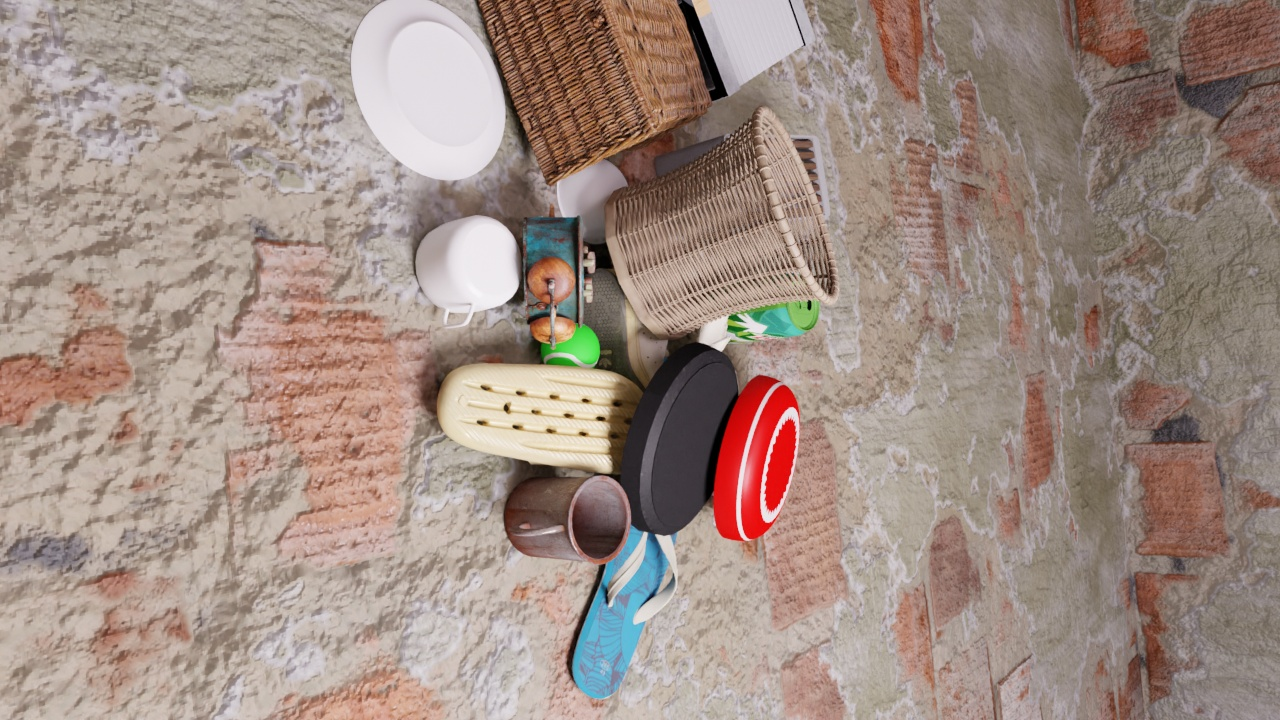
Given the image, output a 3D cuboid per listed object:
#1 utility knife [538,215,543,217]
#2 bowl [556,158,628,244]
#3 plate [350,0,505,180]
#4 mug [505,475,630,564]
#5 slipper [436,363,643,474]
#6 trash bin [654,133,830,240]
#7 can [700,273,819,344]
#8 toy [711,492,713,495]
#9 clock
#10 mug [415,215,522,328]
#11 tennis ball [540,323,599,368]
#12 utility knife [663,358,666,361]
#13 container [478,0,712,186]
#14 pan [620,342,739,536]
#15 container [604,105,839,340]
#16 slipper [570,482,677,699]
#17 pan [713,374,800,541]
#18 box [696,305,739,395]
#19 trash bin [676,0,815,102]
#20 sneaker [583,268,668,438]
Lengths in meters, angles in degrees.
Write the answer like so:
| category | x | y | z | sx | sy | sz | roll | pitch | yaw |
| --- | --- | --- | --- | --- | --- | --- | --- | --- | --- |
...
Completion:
| category | x | y | z | sx | sy | sz | roll | pitch | yaw |
| --- | --- | --- | --- | --- | --- | --- | --- | --- | --- |
| utility knife | -0.092 | -0.112 | 1.056 | 0.022 | 0.016 | 0.118 | -55 | 126 | -37 |
| bowl | -0.045 | -0.197 | 1.096 | 0.109 | 0.041 | 0.110 | 7 | 80 | -47 |
| plate | -0.209 | -0.282 | 0.947 | 0.188 | 0.016 | 0.188 | 7 | 80 | -47 |
| mug | -0.089 | 0.168 | 0.959 | 0.122 | 0.110 | 0.096 | -2 | 82 | -47 |
| slipper | -0.102 | 0.058 | 0.979 | 0.261 | 0.079 | 0.111 | 11 | 81 | -35 |
| trash bin | 0.144 | -0.237 | 1.252 | 0.228 | 0.115 | 0.114 | -14 | 96 | -47 |
| can | 0.158 | -0.068 | 1.225 | 0.083 | 0.144 | 0.083 | 7 | 80 | -47 |
| toy | 0.116 | 0.155 | 1.223 | 0.102 | 0.050 | 0.093 | -34 | 111 | -49 |
| clock | -0.085 | -0.082 | 0.959 | 0.157 | 0.073 | 0.121 | -95 | -174 | -46 |
| mug | -0.173 | -0.086 | 0.923 | 0.094 | 0.068 | 0.115 | 28 | 65 | -42 |
| tennis ball | -0.078 | -0.011 | 1.020 | 0.065 | 0.065 | 0.065 | 7 | 80 | -47 |
| utility knife | 0.029 | 0.048 | 1.167 | 0.031 | 0.015 | 0.196 | -14 | 99 | -44 |
| container | -0.040 | -0.347 | 1.022 | 0.182 | 0.163 | 0.250 | -24 | 95 | -51 |
| pan | 0.087 | 0.077 | 1.098 | 0.355 | 0.034 | 0.225 | -22 | 123 | -54 |
| container | 0.091 | -0.140 | 1.037 | 0.227 | 0.196 | 0.226 | 47 | 32 | -44 |
| slipper | 0.001 | 0.252 | 1.082 | 0.118 | 0.060 | 0.294 | 43 | 56 | -40 |
| pan | 0.176 | 0.117 | 1.212 | 0.355 | 0.067 | 0.209 | -12 | 111 | -64 |
| box | 0.082 | 0.037 | 1.168 | 0.145 | 0.066 | 0.186 | -28 | 134 | -44 |
| trash bin | 0.093 | -0.432 | 1.199 | 0.246 | 0.143 | 0.142 | -43 | 116 | -41 |
| sneaker | -0.007 | 0.006 | 1.093 | 0.102 | 0.089 | 0.241 | -21 | 101 | -60 |
